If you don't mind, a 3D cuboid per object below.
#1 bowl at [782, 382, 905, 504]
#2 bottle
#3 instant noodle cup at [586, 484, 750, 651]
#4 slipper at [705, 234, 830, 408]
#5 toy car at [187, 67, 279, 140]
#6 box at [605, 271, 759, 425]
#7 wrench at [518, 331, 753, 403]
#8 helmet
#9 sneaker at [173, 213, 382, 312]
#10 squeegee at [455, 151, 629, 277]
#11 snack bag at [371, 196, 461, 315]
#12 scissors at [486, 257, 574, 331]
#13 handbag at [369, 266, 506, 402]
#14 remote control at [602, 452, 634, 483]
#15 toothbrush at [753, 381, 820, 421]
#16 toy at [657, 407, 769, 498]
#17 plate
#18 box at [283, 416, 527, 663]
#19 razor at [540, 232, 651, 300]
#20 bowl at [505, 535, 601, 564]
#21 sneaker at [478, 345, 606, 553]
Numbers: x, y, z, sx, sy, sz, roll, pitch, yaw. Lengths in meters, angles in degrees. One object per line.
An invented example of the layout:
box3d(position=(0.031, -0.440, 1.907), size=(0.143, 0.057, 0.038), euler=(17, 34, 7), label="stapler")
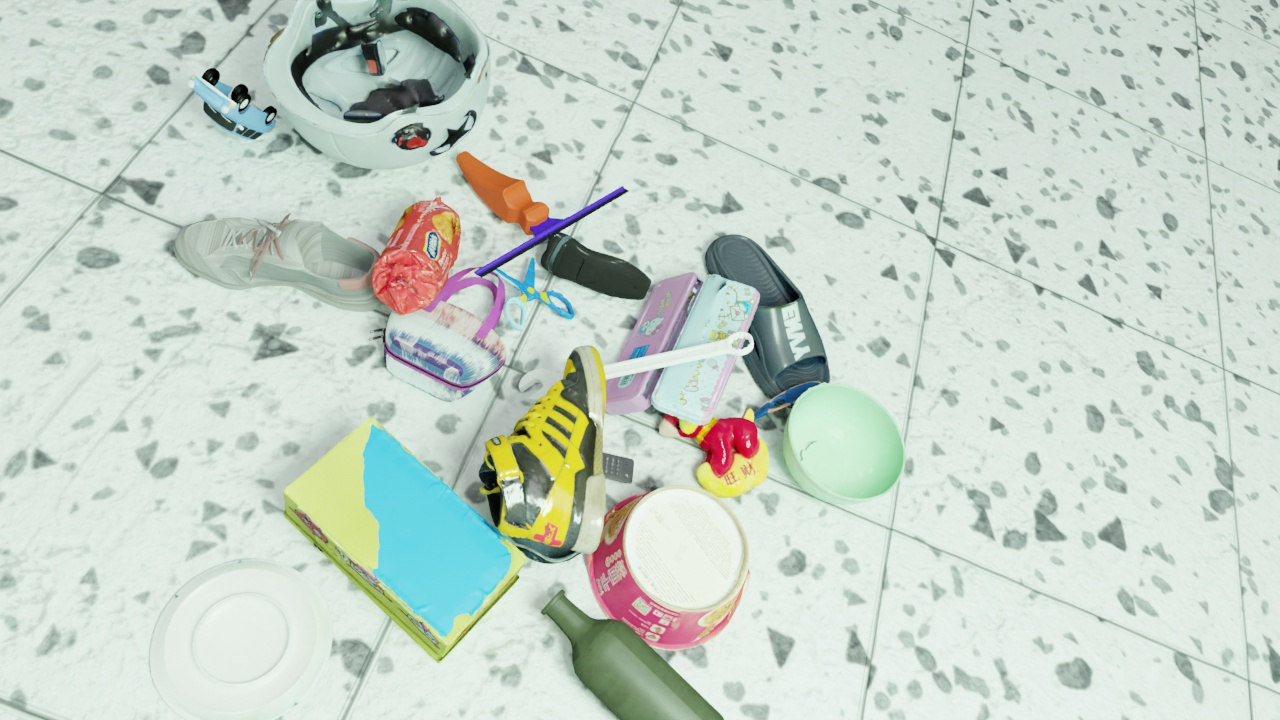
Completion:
box3d(position=(0.232, 0.109, 1.098), size=(0.150, 0.077, 0.150), euler=(8, 58, -14), label="bowl")
box3d(position=(-0.013, 0.309, 0.903), size=(0.207, 0.072, 0.071), euler=(42, 57, 8), label="bottle")
box3d(position=(0.039, 0.209, 0.975), size=(0.178, 0.078, 0.178), euler=(8, 58, -13), label="instant noodle cup")
box3d(position=(0.174, -0.068, 1.182), size=(0.110, 0.084, 0.268), euler=(-12, 64, -26), label="slipper")
box3d(position=(-0.476, -0.295, 1.073), size=(0.056, 0.153, 0.055), euler=(37, 93, -5), label="toy car")
box3d(position=(0.048, -0.020, 1.093), size=(0.149, 0.051, 0.213), euler=(6, 51, 26), label="box")
box3d(position=(-0.006, 0.006, 1.046), size=(0.273, 0.009, 0.047), euler=(-12, 48, 5), label="wrench")
box3d(position=(-0.316, -0.329, 1.125), size=(0.263, 0.164, 0.236), euler=(-36, 72, -25), label="helmet")
box3d(position=(-0.396, -0.125, 1.020), size=(0.236, 0.090, 0.099), euler=(12, 58, -11), label="sneaker")
box3d(position=(-0.167, -0.206, 1.162), size=(0.185, 0.055, 0.248), euler=(41, 55, 18), label="squeegee")
box3d(position=(-0.250, -0.119, 1.045), size=(0.082, 0.082, 0.176), euler=(16, 33, -9), label="snack bag")
box3d(position=(-0.134, -0.078, 1.105), size=(0.125, 0.014, 0.130), euler=(33, 38, -18), label="scissors")
box3d(position=(-0.212, -0.044, 1.057), size=(0.144, 0.068, 0.169), euler=(27, 49, -1), label="handbag")
box3d(position=(-0.074, 0.113, 1.032), size=(0.136, 0.015, 0.032), euler=(14, 57, -13), label="remote control")
box3d(position=(0.161, 0.056, 1.115), size=(0.135, 0.017, 0.021), euler=(-27, 54, -6), label="toothbrush")
box3d(position=(0.093, 0.094, 1.069), size=(0.105, 0.067, 0.137), euler=(-43, 79, -11), label="toy")
box3d(position=(-0.367, 0.259, 0.849), size=(0.157, 0.014, 0.156), euler=(8, 59, -14), label="plate")
box3d(position=(-0.232, 0.176, 0.907), size=(0.221, 0.082, 0.124), euler=(40, 58, 4), label="box")
box3d(position=(-0.055, -0.116, 1.157), size=(0.140, 0.053, 0.063), euler=(21, 23, -13), label="razor")
box3d(position=(-0.097, 0.172, 0.961), size=(0.110, 0.055, 0.110), euler=(9, 48, -11), label="bowl")
box3d(position=(-0.101, 0.080, 0.941), size=(0.122, 0.086, 0.238), euler=(9, 50, -16), label="sneaker")
